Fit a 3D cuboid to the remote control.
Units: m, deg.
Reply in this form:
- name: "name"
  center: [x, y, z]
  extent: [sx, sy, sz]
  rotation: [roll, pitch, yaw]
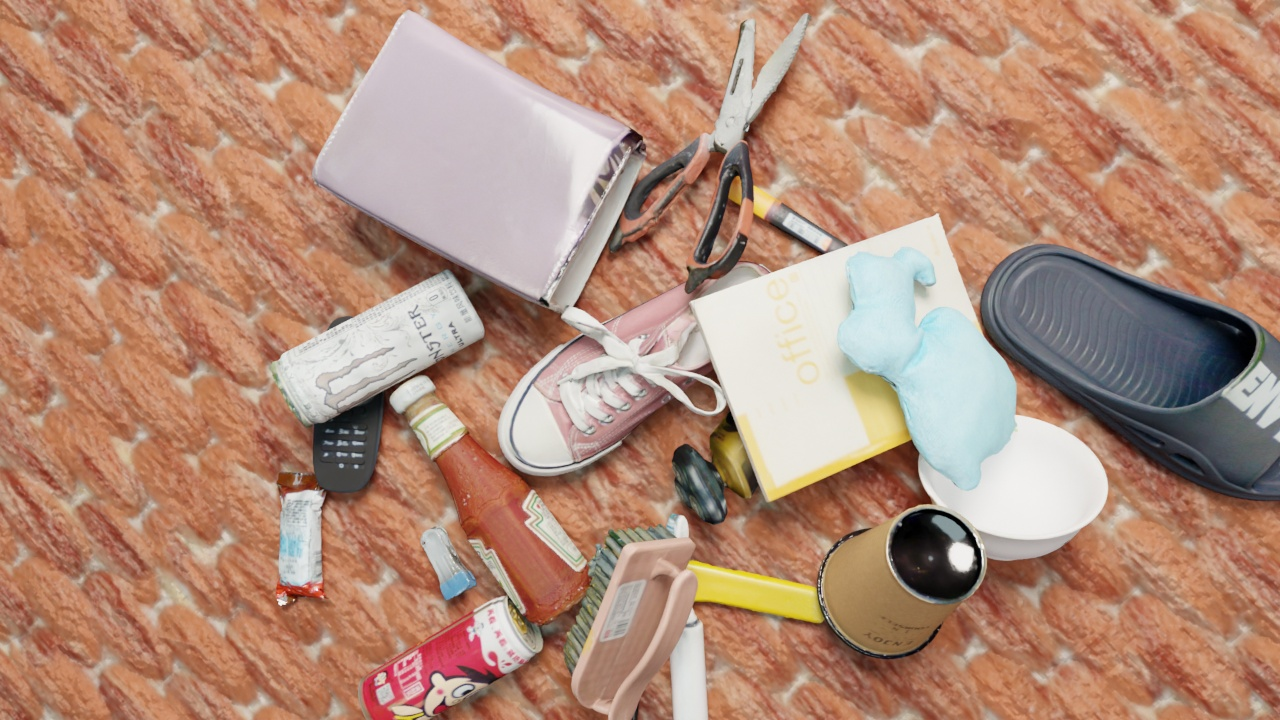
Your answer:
- name: "remote control"
  center: [-0.225, 0.034, 0.713]
  extent: [0.053, 0.024, 0.136]
  rotation: [4, 87, 2]

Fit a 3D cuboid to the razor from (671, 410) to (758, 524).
- name: "razor"
  center: [0.084, 0.040, 0.666]
  extent: [0.067, 0.062, 0.167]
  rotation: [39, 89, -25]

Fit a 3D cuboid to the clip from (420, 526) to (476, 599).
- name: "clip"
  center: [-0.151, 0.155, 0.710]
  extent: [0.027, 0.044, 0.058]
  rotation: [-33, 81, 6]

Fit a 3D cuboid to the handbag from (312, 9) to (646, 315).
- name: "handbag"
  center: [-0.111, -0.140, 0.664]
  extent: [0.197, 0.098, 0.145]
  rotation: [29, 95, 7]

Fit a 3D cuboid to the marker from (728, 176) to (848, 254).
- name: "marker"
  center: [0.111, -0.103, 0.682]
  extent: [0.124, 0.015, 0.018]
  rotation: [32, 95, 3]

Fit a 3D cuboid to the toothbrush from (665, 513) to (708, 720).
- name: "toothbrush"
  center: [0.034, 0.221, 0.673]
  extent: [0.026, 0.026, 0.221]
  rotation: [3, 99, 49]

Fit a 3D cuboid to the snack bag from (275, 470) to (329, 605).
- name: "snack bag"
  center: [-0.266, 0.140, 0.717]
  extent: [0.045, 0.026, 0.105]
  rotation: [0, 89, 15]

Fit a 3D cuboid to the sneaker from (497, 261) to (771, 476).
- name: "sneaker"
  center: [-0.004, 0.004, 0.657]
  extent: [0.241, 0.088, 0.118]
  rotation: [-32, 87, 4]

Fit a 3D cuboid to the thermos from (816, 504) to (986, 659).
- name: "thermos"
  center: [0.174, 0.146, 0.613]
  extent: [0.093, 0.143, 0.093]
  rotation: [1, 66, -2]

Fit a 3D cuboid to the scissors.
- name: "scissors"
  center: [0.054, -0.148, 0.659]
  extent: [0.225, 0.015, 0.188]
  rotation: [-36, 50, 21]

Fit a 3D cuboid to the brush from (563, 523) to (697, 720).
- name: "brush"
  center: [-0.009, 0.189, 0.644]
  extent: [0.073, 0.063, 0.146]
  rotation: [38, 114, 41]

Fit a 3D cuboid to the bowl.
- name: "bowl"
  center: [0.251, 0.099, 0.633]
  extent: [0.118, 0.118, 0.065]
  rotation: [-4, 127, 6]

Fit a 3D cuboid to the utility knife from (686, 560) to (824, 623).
- name: "utility knife"
  center: [0.074, 0.173, 0.685]
  extent: [0.177, 0.015, 0.033]
  rotation: [11, 99, 5]

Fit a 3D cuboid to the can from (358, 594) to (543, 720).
- name: "can"
  center: [-0.142, 0.229, 0.690]
  extent: [0.133, 0.053, 0.053]
  rotation: [-31, 87, 5]

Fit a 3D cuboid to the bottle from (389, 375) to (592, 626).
- name: "bottle"
  center: [-0.115, 0.101, 0.685]
  extent: [0.060, 0.059, 0.206]
  rotation: [-38, 86, 5]

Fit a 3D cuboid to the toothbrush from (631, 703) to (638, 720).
- name: "toothbrush"
  center: [-0.009, 0.306, 0.695]
  extent: [0.015, 0.018, 0.181]
  rotation: [6, 92, -1]

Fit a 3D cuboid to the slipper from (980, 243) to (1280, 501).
- name: "slipper"
  center: [0.362, 0.009, 0.620]
  extent: [0.268, 0.083, 0.111]
  rotation: [31, 95, 7]

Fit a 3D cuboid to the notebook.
- name: "notebook"
  center: [0.149, -0.006, 0.639]
  extent: [0.206, 0.010, 0.146]
  rotation: [-20, 88, -18]

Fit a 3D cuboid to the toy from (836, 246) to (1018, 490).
- name: "toy"
  center: [0.199, 0.003, 0.620]
  extent: [0.156, 0.050, 0.161]
  rotation: [17, 68, -16]

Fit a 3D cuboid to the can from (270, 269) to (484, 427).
- name: "can"
  center: [-0.191, -0.009, 0.676]
  extent: [0.146, 0.058, 0.058]
  rotation: [-29, 87, -10]
